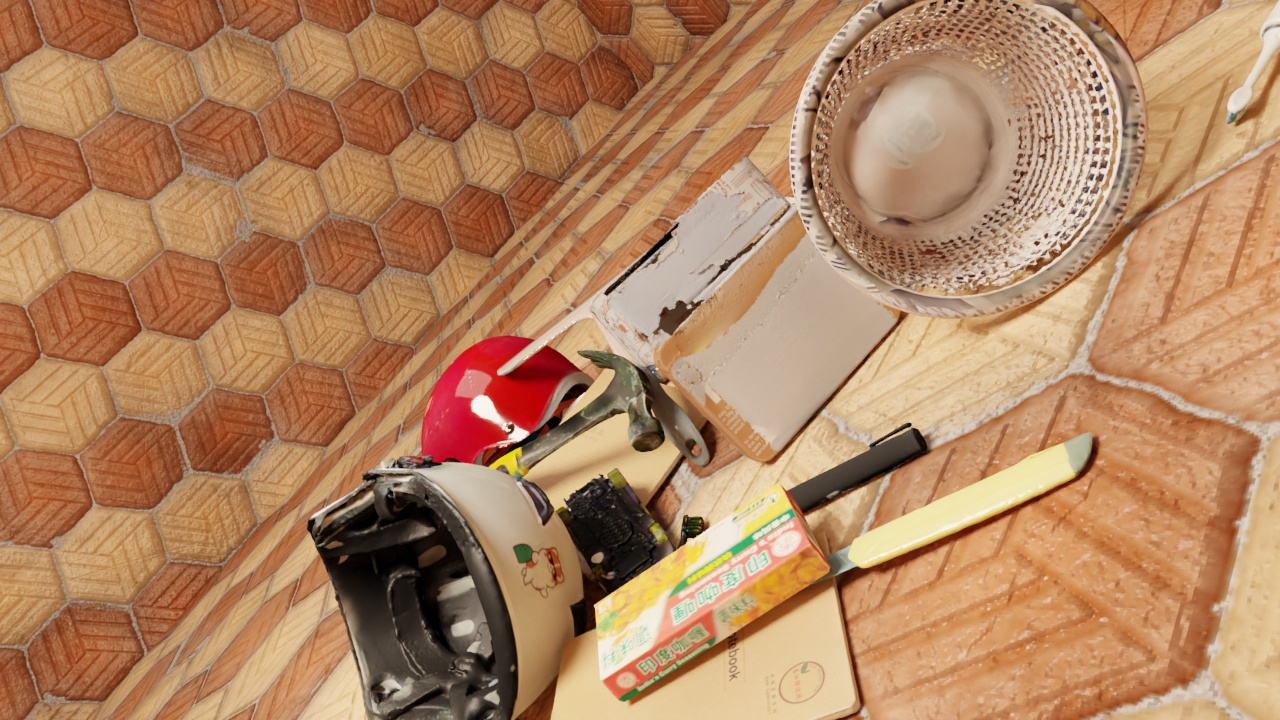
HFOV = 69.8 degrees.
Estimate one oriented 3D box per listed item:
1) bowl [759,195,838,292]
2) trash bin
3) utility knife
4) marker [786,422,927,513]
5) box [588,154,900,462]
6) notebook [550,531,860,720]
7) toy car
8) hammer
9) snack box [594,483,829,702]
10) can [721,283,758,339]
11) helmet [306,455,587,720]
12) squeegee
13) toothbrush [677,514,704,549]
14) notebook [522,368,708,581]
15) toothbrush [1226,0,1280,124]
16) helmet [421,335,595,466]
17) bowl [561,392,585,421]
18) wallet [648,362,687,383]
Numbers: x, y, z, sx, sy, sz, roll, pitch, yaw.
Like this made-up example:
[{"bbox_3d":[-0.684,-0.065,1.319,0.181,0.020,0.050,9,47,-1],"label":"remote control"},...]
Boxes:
[{"bbox_3d":[0.144,-0.105,0.913,0.066,0.116,0.116,90,-159,-44],"label":"bowl"},{"bbox_3d":[0.224,-0.159,0.690,0.228,0.227,0.192,-40,6,14],"label":"trash bin"},{"bbox_3d":[0.162,0.094,0.531,0.207,0.021,0.030,-27,23,24],"label":"utility knife"},{"bbox_3d":[0.133,0.081,0.627,0.132,0.022,0.020,-34,-16,30],"label":"marker"},{"bbox_3d":[0.087,-0.040,0.777,0.183,0.193,0.157,-44,4,-4],"label":"box"},{"bbox_3d":[0.029,0.192,0.570,0.208,0.008,0.147,-27,22,17],"label":"notebook"},{"bbox_3d":[-0.021,0.146,0.767,0.070,0.042,0.158,-34,32,-6],"label":"toy car"},{"bbox_3d":[-0.122,0.101,0.857,0.324,0.032,0.126,-34,46,19],"label":"hammer"},{"bbox_3d":[0.041,0.147,0.589,0.156,0.027,0.077,-35,21,8],"label":"snack box"},{"bbox_3d":[0.086,-0.071,0.955,0.067,0.094,0.066,-40,18,15],"label":"can"},{"bbox_3d":[-0.138,0.182,0.748,0.275,0.230,0.156,-26,-7,42],"label":"helmet"},{"bbox_3d":[-0.005,0.005,0.871,0.248,0.040,0.249,-39,53,3],"label":"squeegee"},{"bbox_3d":[0.021,0.183,0.649,0.027,0.026,0.212,-7,31,18],"label":"toothbrush"},{"bbox_3d":[-0.039,0.098,0.875,0.150,0.012,0.211,15,56,39],"label":"notebook"},{"bbox_3d":[0.451,-0.241,0.629,0.027,0.026,0.220,27,69,34],"label":"toothbrush"},{"bbox_3d":[-0.174,0.067,1.065,0.241,0.144,0.206,-51,-9,27],"label":"helmet"},{"bbox_3d":[-0.046,0.071,0.982,0.118,0.065,0.118,-41,17,15],"label":"bowl"},{"bbox_3d":[0.044,-0.022,1.044,0.115,0.033,0.090,-41,21,10],"label":"wallet"}]
